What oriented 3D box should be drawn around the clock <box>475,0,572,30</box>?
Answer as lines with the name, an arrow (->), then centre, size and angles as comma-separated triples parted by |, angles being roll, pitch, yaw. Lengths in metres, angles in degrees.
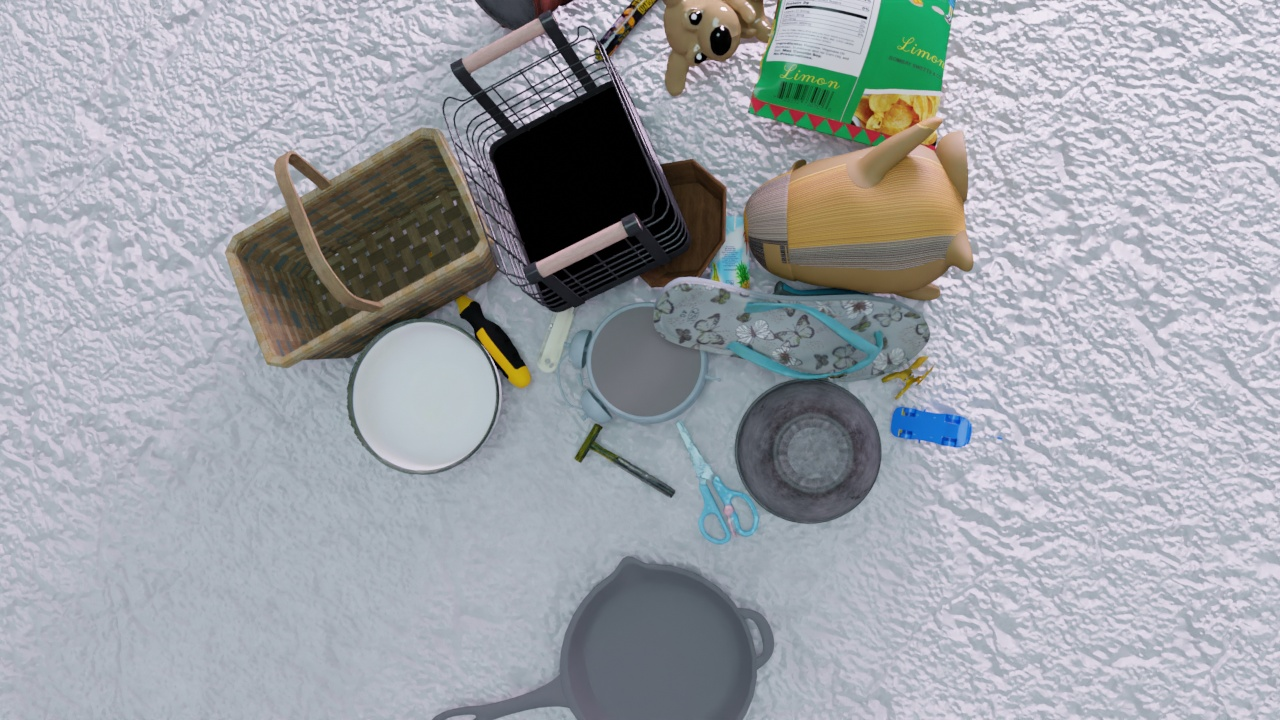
clock -> -0.126, -0.399, 0.901 | 0.121, 0.158, 0.072 | 25, 67, 33

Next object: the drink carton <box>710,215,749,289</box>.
drink carton -> 0.090, -0.082, 0.919 | 0.038, 0.044, 0.129 | 1, 88, 5

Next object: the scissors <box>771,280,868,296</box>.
scissors -> 0.160, -0.059, 0.907 | 0.137, 0.019, 0.129 | -44, 94, -14

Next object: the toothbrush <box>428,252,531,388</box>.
toothbrush -> -0.176, -0.050, 0.952 | 0.031, 0.031, 0.196 | -42, 79, 16

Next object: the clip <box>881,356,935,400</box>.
clip -> 0.266, 0.022, 0.899 | 0.048, 0.052, 0.039 | -39, 85, 32

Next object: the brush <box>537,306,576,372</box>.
brush -> -0.064, -0.091, 0.951 | 0.033, 0.012, 0.217 | 19, 90, 7

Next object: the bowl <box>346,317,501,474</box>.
bowl -> -0.209, 0.037, 0.927 | 0.153, 0.073, 0.153 | 0, 86, 7

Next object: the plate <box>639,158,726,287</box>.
plate -> 0.038, -0.134, 0.912 | 0.132, 0.025, 0.131 | -3, 84, 37

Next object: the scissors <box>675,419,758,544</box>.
scissors -> 0.065, 0.122, 0.928 | 0.063, 0.015, 0.138 | -31, 78, 7

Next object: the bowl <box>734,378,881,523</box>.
bowl -> 0.165, 0.088, 0.889 | 0.145, 0.067, 0.145 | 0, 87, 6

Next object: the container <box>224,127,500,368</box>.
container -> -0.273, -0.108, 0.873 | 0.250, 0.186, 0.157 | -28, 76, 6

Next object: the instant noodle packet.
instant noodle packet -> 0.217, -0.338, 0.887 | 0.195, 0.090, 0.252 | 11, 88, -13

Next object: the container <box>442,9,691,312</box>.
container -> -0.072, -0.180, 0.867 | 0.163, 0.130, 0.241 | -25, 71, 10

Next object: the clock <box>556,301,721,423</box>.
clock -> -0.006, 0.005, 0.922 | 0.159, 0.045, 0.122 | -14, 85, 3

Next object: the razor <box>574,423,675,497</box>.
razor -> -0.011, 0.108, 0.929 | 0.106, 0.026, 0.042 | 31, 88, 3

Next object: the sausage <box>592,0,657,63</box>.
sausage -> 0.002, -0.371, 0.956 | 0.020, 0.020, 0.155 | 42, 91, 6

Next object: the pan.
pan -> -0.041, 0.319, 0.917 | 0.355, 0.024, 0.216 | -17, 85, 4

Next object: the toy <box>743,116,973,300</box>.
toy -> 0.201, -0.136, 0.870 | 0.203, 0.199, 0.162 | -3, 45, 15

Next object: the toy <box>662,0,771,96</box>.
toy -> 0.075, -0.336, 0.909 | 0.108, 0.134, 0.105 | -23, 42, -13

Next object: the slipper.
slipper -> 0.144, -0.017, 0.870 | 0.268, 0.054, 0.098 | 7, 128, -6

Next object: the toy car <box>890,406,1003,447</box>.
toy car -> 0.302, 0.069, 0.905 | 0.092, 0.061, 0.033 | 9, 87, 36
